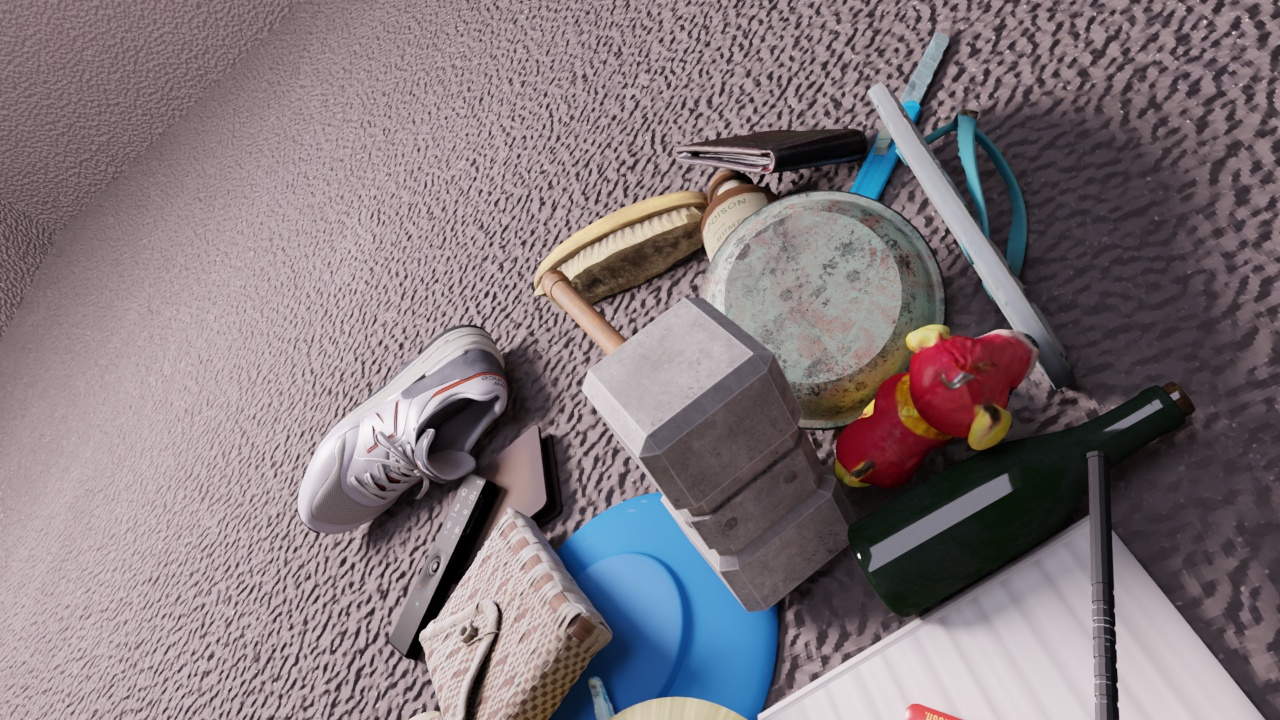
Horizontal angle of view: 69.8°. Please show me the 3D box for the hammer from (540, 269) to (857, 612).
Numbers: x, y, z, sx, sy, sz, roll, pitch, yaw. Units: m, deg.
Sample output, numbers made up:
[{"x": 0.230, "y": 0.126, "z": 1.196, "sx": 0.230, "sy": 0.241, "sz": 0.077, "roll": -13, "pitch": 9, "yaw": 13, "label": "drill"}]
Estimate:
[{"x": -0.003, "y": 0.004, "z": 0.604, "sx": 0.083, "sy": 0.163, "sz": 0.317, "roll": -37, "pitch": 38, "yaw": -6, "label": "hammer"}]

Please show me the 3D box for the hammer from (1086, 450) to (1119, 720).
[{"x": 0.179, "y": 0.184, "z": 0.345, "sx": 0.015, "sy": 0.095, "sz": 0.324, "roll": -12, "pitch": 51, "yaw": 38, "label": "hammer"}]

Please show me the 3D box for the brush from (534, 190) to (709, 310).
[{"x": -0.019, "y": -0.092, "z": 0.793, "sx": 0.196, "sy": 0.059, "sz": 0.043, "roll": -22, "pitch": 55, "yaw": 33, "label": "brush"}]

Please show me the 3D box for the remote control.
[{"x": -0.159, "y": 0.163, "z": 0.738, "sx": 0.034, "sy": 0.013, "sz": 0.150, "roll": 9, "pitch": 72, "yaw": 54, "label": "remote control"}]

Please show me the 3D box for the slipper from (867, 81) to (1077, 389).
[{"x": 0.202, "y": -0.100, "z": 0.553, "sx": 0.055, "sy": 0.098, "sz": 0.268, "roll": -33, "pitch": 42, "yaw": 21, "label": "slipper"}]

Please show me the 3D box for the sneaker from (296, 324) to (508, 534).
[{"x": -0.201, "y": 0.075, "z": 0.806, "sx": 0.239, "sy": 0.089, "sz": 0.124, "roll": -49, "pitch": 35, "yaw": -5, "label": "sneaker"}]

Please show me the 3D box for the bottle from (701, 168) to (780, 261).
[{"x": 0.082, "y": -0.091, "z": 0.685, "sx": 0.068, "sy": 0.068, "sz": 0.156, "roll": -34, "pitch": 41, "yaw": 19, "label": "bottle"}]

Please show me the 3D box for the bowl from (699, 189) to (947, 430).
[{"x": 0.109, "y": -0.036, "z": 0.574, "sx": 0.158, "sy": 0.038, "sz": 0.157, "roll": -3, "pitch": 81, "yaw": 17, "label": "bowl"}]

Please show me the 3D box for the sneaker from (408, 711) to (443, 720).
[{"x": -0.153, "y": 0.343, "z": 0.546, "sx": 0.119, "sy": 0.091, "sz": 0.232, "roll": 15, "pitch": 62, "yaw": 46, "label": "sneaker"}]

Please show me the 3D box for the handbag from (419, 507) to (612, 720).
[{"x": -0.094, "y": 0.181, "z": 0.612, "sx": 0.124, "sy": 0.047, "sz": 0.186, "roll": -55, "pitch": 25, "yaw": -3, "label": "handbag"}]

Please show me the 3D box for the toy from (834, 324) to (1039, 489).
[{"x": 0.145, "y": 0.030, "z": 0.492, "sx": 0.105, "sy": 0.067, "sz": 0.138, "roll": -42, "pitch": -7, "yaw": -26, "label": "toy"}]

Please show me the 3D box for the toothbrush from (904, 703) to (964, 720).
[{"x": 0.203, "y": 0.178, "z": 0.372, "sx": 0.213, "sy": 0.018, "sz": 0.012, "roll": 5, "pitch": 64, "yaw": 45, "label": "toothbrush"}]

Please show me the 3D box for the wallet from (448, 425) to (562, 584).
[{"x": -0.115, "y": 0.117, "z": 0.749, "sx": 0.116, "sy": 0.018, "sz": 0.091, "roll": -37, "pitch": 40, "yaw": 21, "label": "wallet"}]

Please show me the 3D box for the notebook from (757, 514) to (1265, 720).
[{"x": 0.163, "y": 0.182, "z": 0.430, "sx": 0.210, "sy": 0.009, "sz": 0.142, "roll": -37, "pitch": 40, "yaw": 15, "label": "notebook"}]

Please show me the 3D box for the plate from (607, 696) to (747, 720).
[{"x": 0.006, "y": 0.266, "z": 0.462, "sx": 0.185, "sy": 0.036, "sz": 0.184, "roll": -17, "pitch": 59, "yaw": 30, "label": "plate"}]

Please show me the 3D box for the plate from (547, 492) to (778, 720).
[{"x": -0.015, "y": 0.183, "z": 0.588, "sx": 0.225, "sy": 0.024, "sz": 0.223, "roll": -26, "pitch": 44, "yaw": 27, "label": "plate"}]

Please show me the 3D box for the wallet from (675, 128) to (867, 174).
[{"x": 0.100, "y": -0.162, "z": 0.716, "sx": 0.099, "sy": 0.031, "sz": 0.120, "roll": -16, "pitch": 22, "yaw": -32, "label": "wallet"}]

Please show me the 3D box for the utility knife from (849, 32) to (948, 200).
[{"x": 0.185, "y": -0.163, "z": 0.690, "sx": 0.031, "sy": 0.015, "sz": 0.221, "roll": 14, "pitch": 68, "yaw": 44, "label": "utility knife"}]

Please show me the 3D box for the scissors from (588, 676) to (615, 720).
[{"x": -0.002, "y": 0.240, "z": 0.516, "sx": 0.140, "sy": 0.011, "sz": 0.134, "roll": -32, "pitch": 55, "yaw": 19, "label": "scissors"}]

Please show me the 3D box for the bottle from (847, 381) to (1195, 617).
[{"x": 0.192, "y": 0.065, "z": 0.462, "sx": 0.174, "sy": 0.055, "sz": 0.055, "roll": -35, "pitch": 40, "yaw": 16, "label": "bottle"}]
